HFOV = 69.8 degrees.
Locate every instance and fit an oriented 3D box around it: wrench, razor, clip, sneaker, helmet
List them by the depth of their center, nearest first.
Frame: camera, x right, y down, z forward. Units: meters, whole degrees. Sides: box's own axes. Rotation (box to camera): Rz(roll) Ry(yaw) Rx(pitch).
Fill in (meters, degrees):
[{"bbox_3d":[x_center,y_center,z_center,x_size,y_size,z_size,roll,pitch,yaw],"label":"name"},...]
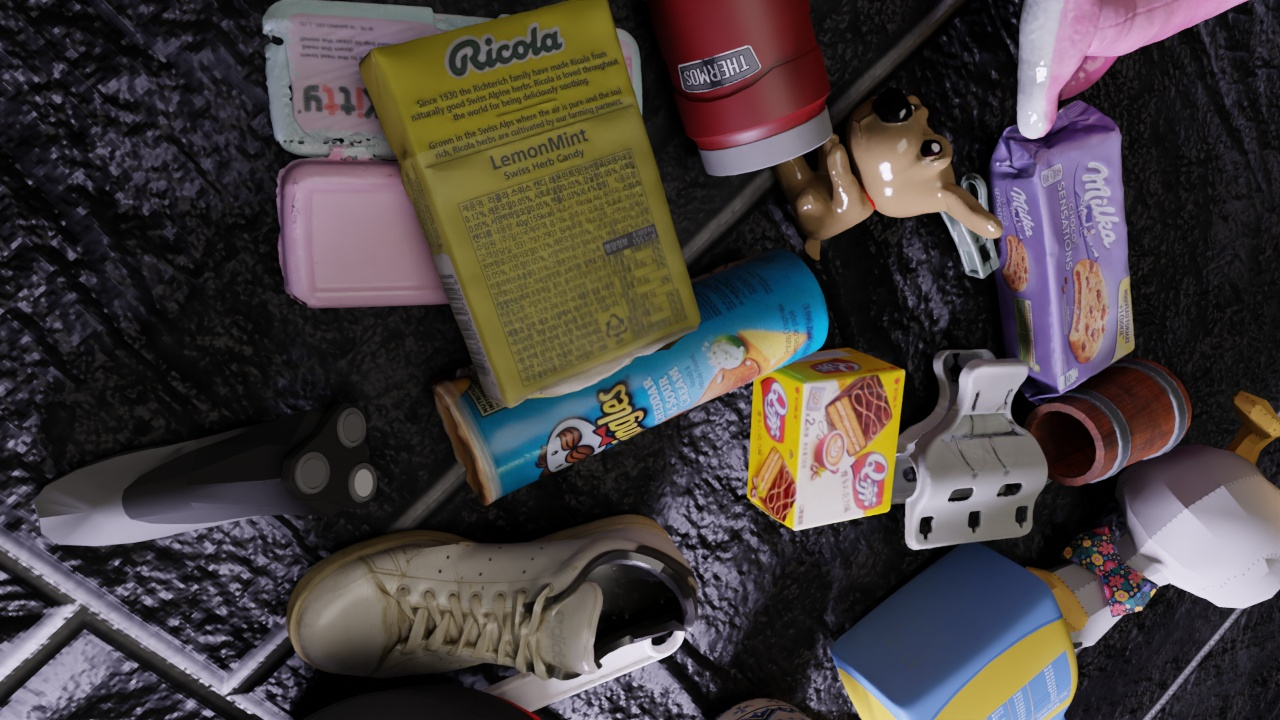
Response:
[{"bbox_3d":[-0.218,0.062,0.463,0.156,0.060,0.057,-9,98,-3],"label":"razor"},{"bbox_3d":[-0.103,0.272,0.491,0.164,0.170,0.265,-42,120,-11],"label":"helmet"},{"bbox_3d":[-0.073,0.149,0.529,0.241,0.102,0.089,-5,107,-24],"label":"sneaker"},{"bbox_3d":[-0.091,0.221,0.592,0.272,0.018,0.066,-16,112,-23],"label":"wrench"},{"bbox_3d":[0.236,-0.094,0.657,0.035,0.023,0.074,-36,119,-14],"label":"clip"},{"bbox_3d":[0.242,0.062,0.696,0.125,0.092,0.151,-2,91,-28],"label":"clip"}]

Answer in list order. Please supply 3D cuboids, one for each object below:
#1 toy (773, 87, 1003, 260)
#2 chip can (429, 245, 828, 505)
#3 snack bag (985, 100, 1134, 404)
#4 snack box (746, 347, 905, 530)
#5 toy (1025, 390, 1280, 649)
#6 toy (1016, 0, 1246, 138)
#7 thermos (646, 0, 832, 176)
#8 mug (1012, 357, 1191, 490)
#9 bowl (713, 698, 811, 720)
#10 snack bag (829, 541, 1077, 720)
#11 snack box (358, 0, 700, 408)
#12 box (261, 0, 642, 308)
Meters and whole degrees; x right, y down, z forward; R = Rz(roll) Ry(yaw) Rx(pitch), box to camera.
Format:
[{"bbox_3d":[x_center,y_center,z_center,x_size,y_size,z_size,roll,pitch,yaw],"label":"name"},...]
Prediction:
[{"bbox_3d":[0.144,-0.115,0.571,0.108,0.134,0.106,-21,140,9],"label":"toy"},{"bbox_3d":[-0.003,0.003,0.535,0.229,0.080,0.080,-23,114,-20],"label":"chip can"},{"bbox_3d":[0.306,-0.079,0.676,0.096,0.058,0.205,-23,110,-24],"label":"snack bag"},{"bbox_3d":[0.123,0.052,0.621,0.083,0.061,0.106,-6,108,-25],"label":"snack box"},{"bbox_3d":[0.449,0.157,0.778,0.268,0.140,0.246,-46,140,20],"label":"toy"},{"bbox_3d":[0.328,-0.240,0.575,0.264,0.128,0.187,-35,138,-34],"label":"toy"},{"bbox_3d":[0.048,-0.212,0.502,0.107,0.084,0.199,-45,123,-47],"label":"thermos"},{"bbox_3d":[0.358,0.061,0.732,0.110,0.081,0.118,-17,148,-31],"label":"mug"},{"bbox_3d":[0.085,0.301,0.677,0.115,0.059,0.115,-7,108,-24],"label":"bowl"},{"bbox_3d":[0.262,0.273,0.728,0.158,0.102,0.205,-33,115,-13],"label":"snack bag"},{"bbox_3d":[-0.049,-0.077,0.458,0.121,0.045,0.181,-24,104,-21],"label":"snack box"},{"bbox_3d":[-0.086,-0.105,0.483,0.201,0.045,0.155,-6,106,-26],"label":"box"}]
